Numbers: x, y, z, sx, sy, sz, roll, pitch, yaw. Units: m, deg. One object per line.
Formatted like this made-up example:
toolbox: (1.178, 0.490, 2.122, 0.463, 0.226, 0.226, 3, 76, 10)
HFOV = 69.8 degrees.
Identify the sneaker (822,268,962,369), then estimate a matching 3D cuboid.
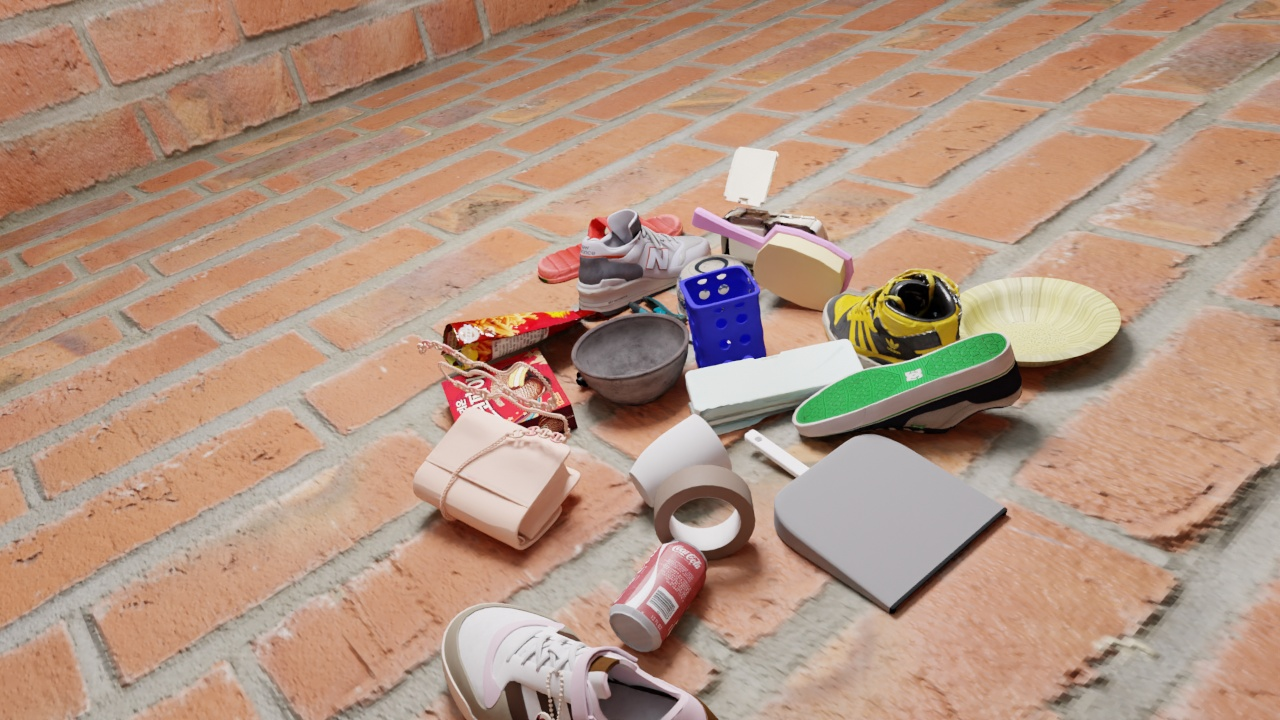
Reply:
sneaker: (0.286, -0.056, 1.066, 0.086, 0.122, 0.238, -21, 34, -16)

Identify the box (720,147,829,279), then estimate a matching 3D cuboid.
box: (0.190, -0.201, 1.271, 0.144, 0.182, 0.080, 14, 39, 26)

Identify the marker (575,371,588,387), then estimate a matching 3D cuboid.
marker: (-0.036, -0.004, 1.193, 0.025, 0.025, 0.125, 19, 44, 40)

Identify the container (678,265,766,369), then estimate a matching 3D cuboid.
container: (0.103, -0.041, 1.116, 0.085, 0.114, 0.084, -15, 32, -3)

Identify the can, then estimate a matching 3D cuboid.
can: (0.018, 0.207, 0.814, 0.054, 0.054, 0.096, 11, 39, 33)

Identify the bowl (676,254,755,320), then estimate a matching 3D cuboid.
bowl: (0.103, -0.106, 1.270, 0.115, 0.059, 0.115, -9, 32, 6)

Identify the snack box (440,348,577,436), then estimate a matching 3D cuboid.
snack box: (-0.166, 0.054, 1.137, 0.132, 0.036, 0.152, -20, 32, -12)

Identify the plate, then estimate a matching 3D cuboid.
plate: (0.447, -0.035, 1.056, 0.184, 0.036, 0.184, -9, 32, 6)

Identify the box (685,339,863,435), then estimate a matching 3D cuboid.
box: (0.153, 0.029, 1.047, 0.199, 0.072, 0.086, -13, 13, -2)

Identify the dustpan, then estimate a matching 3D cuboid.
dustpan: (0.196, 0.128, 0.901, 0.162, 0.033, 0.258, -31, 45, -26)

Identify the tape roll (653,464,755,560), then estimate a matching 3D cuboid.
tape roll: (0.059, 0.143, 0.860, 0.094, 0.094, 0.030, -9, 32, 5)

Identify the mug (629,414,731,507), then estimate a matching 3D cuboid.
mug: (0.032, 0.109, 0.963, 0.089, 0.071, 0.107, -32, 8, -13)

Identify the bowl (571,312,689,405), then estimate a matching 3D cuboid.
bowl: (-0.006, 0.006, 1.125, 0.145, 0.067, 0.144, -9, 32, 6)

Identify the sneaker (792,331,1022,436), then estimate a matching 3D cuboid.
sneaker: (0.279, 0.049, 0.965, 0.236, 0.079, 0.084, -20, 25, 22)

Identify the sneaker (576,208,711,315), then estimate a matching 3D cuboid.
sneaker: (0.002, -0.163, 1.334, 0.239, 0.124, 0.089, -32, 37, -27)

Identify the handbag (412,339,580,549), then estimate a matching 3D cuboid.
handbag: (-0.177, 0.086, 0.945, 0.199, 0.187, 0.116, 19, 55, 32)

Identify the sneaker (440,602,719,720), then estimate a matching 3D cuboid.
sneaker: (-0.064, 0.248, 0.718, 0.294, 0.116, 0.111, 18, 43, 40)

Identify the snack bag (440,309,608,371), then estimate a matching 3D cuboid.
snack bag: (-0.156, -0.034, 1.230, 0.207, 0.066, 0.139, -13, 3, -25)

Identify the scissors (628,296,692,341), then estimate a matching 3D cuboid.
scissors: (0.036, -0.061, 1.263, 0.130, 0.019, 0.134, -1, 36, 18)

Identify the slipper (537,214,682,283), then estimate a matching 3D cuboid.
slipper: (-0.053, -0.196, 1.471, 0.248, 0.059, 0.103, -21, 33, -11)

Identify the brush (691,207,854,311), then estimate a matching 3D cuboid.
brush: (0.167, -0.142, 1.218, 0.229, 0.089, 0.043, 25, 49, 12)
